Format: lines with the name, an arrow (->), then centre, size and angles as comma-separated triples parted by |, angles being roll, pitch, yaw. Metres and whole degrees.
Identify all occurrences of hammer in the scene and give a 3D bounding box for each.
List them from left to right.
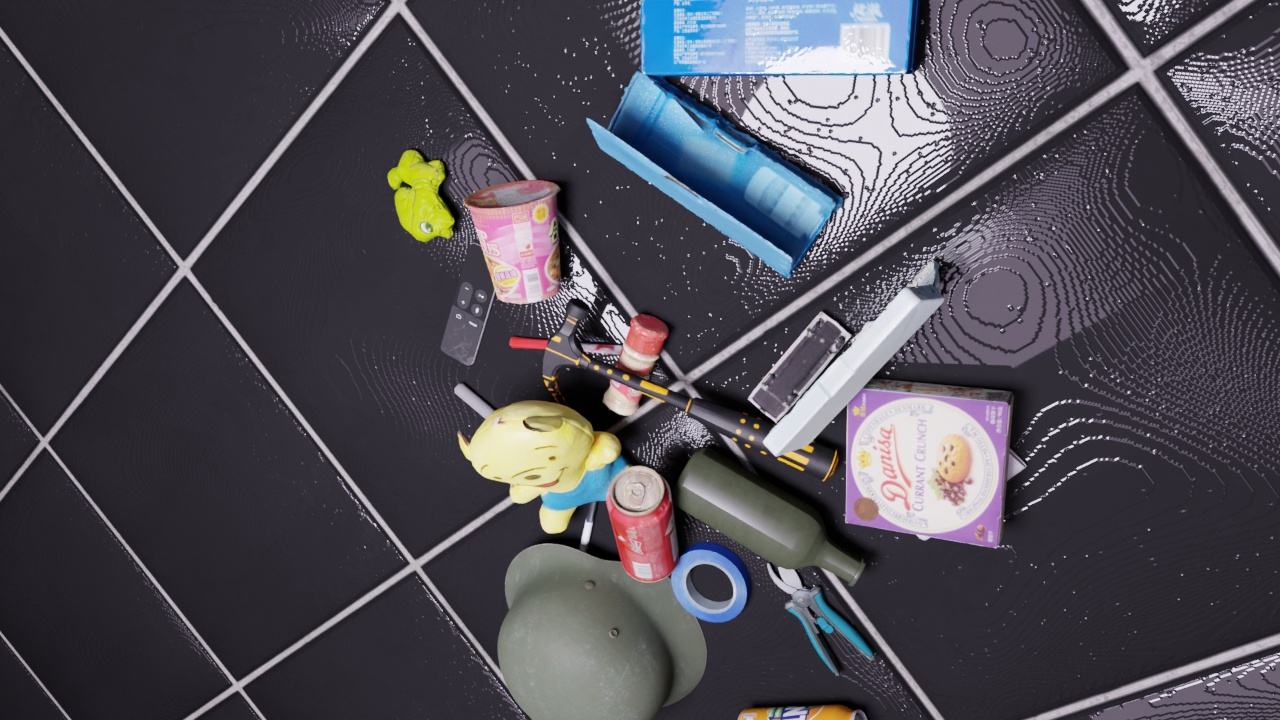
hammer -> 0.049, 0.049, 0.941 | 0.320, 0.036, 0.123 | 24, 119, 4

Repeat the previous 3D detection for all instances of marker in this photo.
marker -> -0.164, 0.076, 1.087 | 0.140, 0.016, 0.016 | 39, 120, 6
marker -> -0.081, -0.015, 1.018 | 0.142, 0.012, 0.013 | 4, 111, 22
marker -> -0.069, 0.227, 1.107 | 0.011, 0.011, 0.152 | 20, 116, 16

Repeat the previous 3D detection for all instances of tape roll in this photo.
tape roll -> 0.080, 0.254, 1.047 | 0.092, 0.016, 0.093 | -33, 94, 30

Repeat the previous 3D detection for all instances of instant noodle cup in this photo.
instant noodle cup -> -0.125, -0.122, 0.955 | 0.098, 0.097, 0.109 | 5, 118, 22

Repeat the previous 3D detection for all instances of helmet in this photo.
helmet -> -0.070, 0.345, 1.070 | 0.268, 0.153, 0.228 | 45, 120, 2

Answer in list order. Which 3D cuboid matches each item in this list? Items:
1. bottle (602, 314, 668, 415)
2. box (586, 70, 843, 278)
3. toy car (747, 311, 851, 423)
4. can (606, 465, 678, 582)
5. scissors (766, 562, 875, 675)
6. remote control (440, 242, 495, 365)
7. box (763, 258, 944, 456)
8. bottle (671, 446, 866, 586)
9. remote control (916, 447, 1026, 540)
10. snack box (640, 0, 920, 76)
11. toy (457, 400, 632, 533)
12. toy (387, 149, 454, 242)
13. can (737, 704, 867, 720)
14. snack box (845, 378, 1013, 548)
bottle -> -0.006, 0.006, 0.975 | 0.044, 0.044, 0.109 | 27, 118, 12
box -> 0.059, -0.168, 0.845 | 0.231, 0.101, 0.094 | 37, 120, 7
toy car -> 0.156, 0.007, 0.902 | 0.039, 0.039, 0.113 | 40, 93, 5
can -> 0.004, 0.177, 0.981 | 0.067, 0.067, 0.170 | 17, 148, 17
scissors -> 0.197, 0.284, 1.006 | 0.153, 0.019, 0.128 | 13, 113, 21
remote control -> -0.194, -0.063, 1.051 | 0.045, 0.008, 0.147 | 28, 118, 12
box -> 0.196, 0.001, 0.828 | 0.049, 0.136, 0.198 | 42, 120, 7
bottle -> 0.136, 0.169, 0.958 | 0.207, 0.071, 0.072 | 29, 118, 11
remote control -> 0.315, 0.130, 0.897 | 0.033, 0.012, 0.131 | 44, 120, 3
snack box -> 0.116, -0.342, 0.776 | 0.239, 0.056, 0.196 | 7, 110, 22
toy -> -0.096, 0.104, 0.984 | 0.149, 0.083, 0.214 | -23, 142, 21
toy -> -0.241, -0.179, 1.014 | 0.094, 0.036, 0.094 | 27, 111, 13
can -> 0.182, 0.432, 1.034 | 0.143, 0.078, 0.079 | -14, 103, 28
snack box -> 0.272, 0.094, 0.876 | 0.148, 0.040, 0.143 | 5, 108, 27
